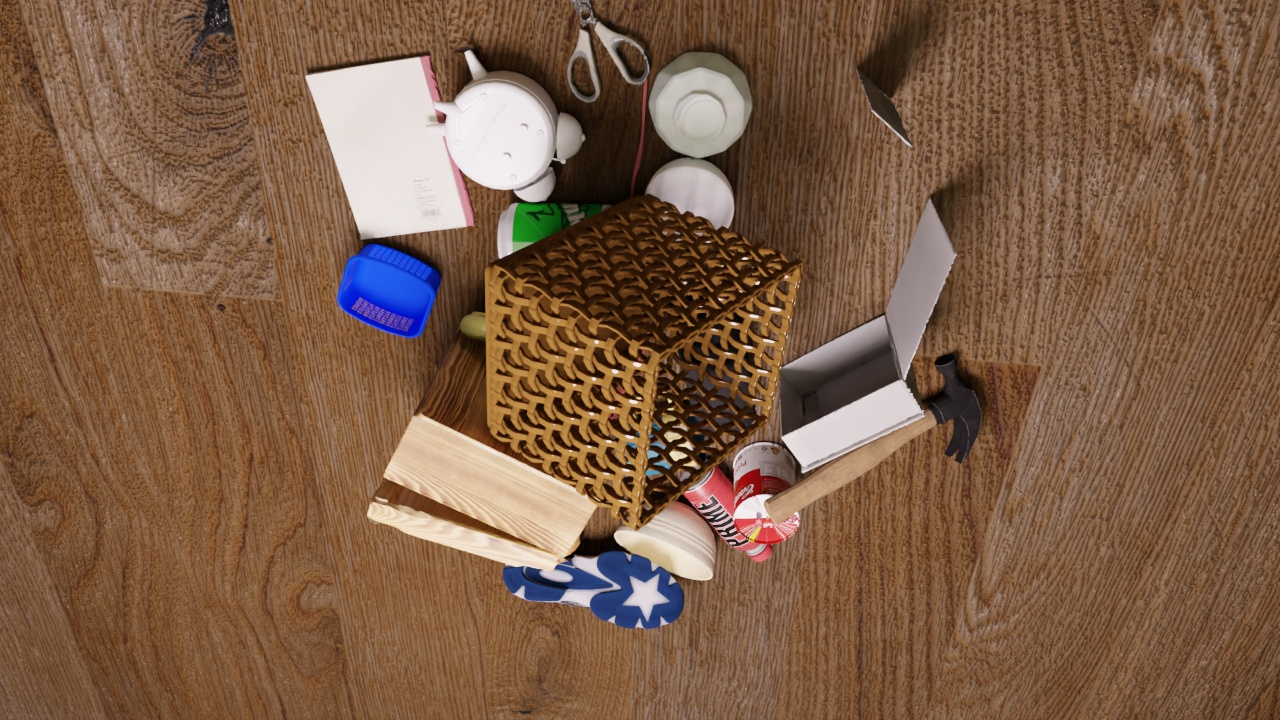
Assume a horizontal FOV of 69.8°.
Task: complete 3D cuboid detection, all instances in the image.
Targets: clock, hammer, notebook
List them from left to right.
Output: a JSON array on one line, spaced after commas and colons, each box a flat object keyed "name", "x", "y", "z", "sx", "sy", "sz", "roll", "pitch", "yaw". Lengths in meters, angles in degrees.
[{"name": "notebook", "x": -0.295, "y": -0.249, "z": 1.098, "sx": 0.153, "sy": 0.012, "sz": 0.209, "roll": -5, "pitch": 121, "yaw": 8}, {"name": "clock", "x": -0.155, "y": -0.256, "z": 1.040, "sx": 0.161, "sy": 0.072, "sz": 0.126, "roll": 30, "pitch": 119, "yaw": -14}, {"name": "hammer", "x": 0.297, "y": 0.123, "z": 1.177, "sx": 0.305, "sy": 0.040, "sz": 0.132, "roll": -30, "pitch": 109, "yaw": -6}]

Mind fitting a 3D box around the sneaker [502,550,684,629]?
[{"name": "sneaker", "x": -0.068, "y": 0.336, "z": 1.383, "sx": 0.269, "sy": 0.103, "sz": 0.132, "roll": 12, "pitch": 166, "yaw": 2}]

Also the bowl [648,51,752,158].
[{"name": "bowl", "x": 0.066, "y": -0.275, "z": 1.014, "sx": 0.117, "sy": 0.061, "sz": 0.118, "roll": 2, "pitch": 122, "yaw": 4}]

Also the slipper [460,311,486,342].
[{"name": "slipper", "x": -0.132, "y": -0.054, "z": 1.170, "sx": 0.190, "sy": 0.092, "sz": 0.081, "roll": 4, "pitch": 82, "yaw": -7}]

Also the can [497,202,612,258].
[{"name": "can", "x": -0.094, "y": -0.143, "z": 1.097, "sx": 0.140, "sy": 0.087, "sz": 0.088, "roll": 2, "pitch": 122, "yaw": 5}]

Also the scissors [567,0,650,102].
[{"name": "scissors", "x": -0.047, "y": -0.361, "z": 1.000, "sx": 0.154, "sy": 0.012, "sz": 0.163, "roll": 18, "pitch": 122, "yaw": 2}]

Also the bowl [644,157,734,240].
[{"name": "bowl", "x": 0.057, "y": -0.188, "z": 1.073, "sx": 0.105, "sy": 0.054, "sz": 0.105, "roll": 3, "pitch": 124, "yaw": 4}]

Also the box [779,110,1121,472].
[{"name": "box", "x": 0.332, "y": -0.069, "z": 1.049, "sx": 0.119, "sy": 0.166, "sz": 0.480, "roll": 30, "pitch": 120, "yaw": -12}]

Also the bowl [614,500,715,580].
[{"name": "bowl", "x": 0.045, "y": 0.248, "z": 1.317, "sx": 0.151, "sy": 0.075, "sz": 0.151, "roll": 20, "pitch": 155, "yaw": 10}]

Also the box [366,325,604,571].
[{"name": "box", "x": -0.168, "y": 0.111, "z": 1.146, "sx": 0.245, "sy": 0.278, "sz": 0.168, "roll": 24, "pitch": 111, "yaw": -9}]

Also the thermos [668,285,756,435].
[{"name": "thermos", "x": 0.097, "y": 0.011, "z": 1.173, "sx": 0.086, "sy": 0.086, "sz": 0.199, "roll": -9, "pitch": 120, "yaw": 11}]

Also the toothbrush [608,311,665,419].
[{"name": "toothbrush", "x": -0.007, "y": 0.007, "z": 1.222, "sx": 0.016, "sy": 0.016, "sz": 0.190, "roll": 21, "pitch": 121, "yaw": -8}]

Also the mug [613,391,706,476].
[{"name": "mug", "x": 0.022, "y": 0.097, "z": 1.244, "sx": 0.107, "sy": 0.083, "sz": 0.113, "roll": -15, "pitch": 97, "yaw": 18}]

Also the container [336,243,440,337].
[{"name": "container", "x": -0.317, "y": -0.092, "z": 1.169, "sx": 0.114, "sy": 0.058, "sz": 0.096, "roll": 23, "pitch": 121, "yaw": -8}]

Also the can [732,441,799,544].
[{"name": "can", "x": 0.170, "y": 0.179, "z": 1.251, "sx": 0.087, "sy": 0.116, "sz": 0.087, "roll": 3, "pitch": 122, "yaw": 4}]

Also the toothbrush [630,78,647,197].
[{"name": "toothbrush", "x": 0.000, "y": -0.238, "z": 1.072, "sx": 0.015, "sy": 0.015, "sz": 0.185, "roll": 6, "pitch": 121, "yaw": -1}]

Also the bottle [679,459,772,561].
[{"name": "bottle", "x": 0.129, "y": 0.221, "z": 1.313, "sx": 0.062, "sy": 0.062, "sz": 0.176, "roll": -30, "pitch": 114, "yaw": 22}]

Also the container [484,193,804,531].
[{"name": "container", "x": -0.001, "y": -0.011, "z": 0.976, "sx": 0.214, "sy": 0.250, "sz": 0.220, "roll": 29, "pitch": 132, "yaw": 28}]
